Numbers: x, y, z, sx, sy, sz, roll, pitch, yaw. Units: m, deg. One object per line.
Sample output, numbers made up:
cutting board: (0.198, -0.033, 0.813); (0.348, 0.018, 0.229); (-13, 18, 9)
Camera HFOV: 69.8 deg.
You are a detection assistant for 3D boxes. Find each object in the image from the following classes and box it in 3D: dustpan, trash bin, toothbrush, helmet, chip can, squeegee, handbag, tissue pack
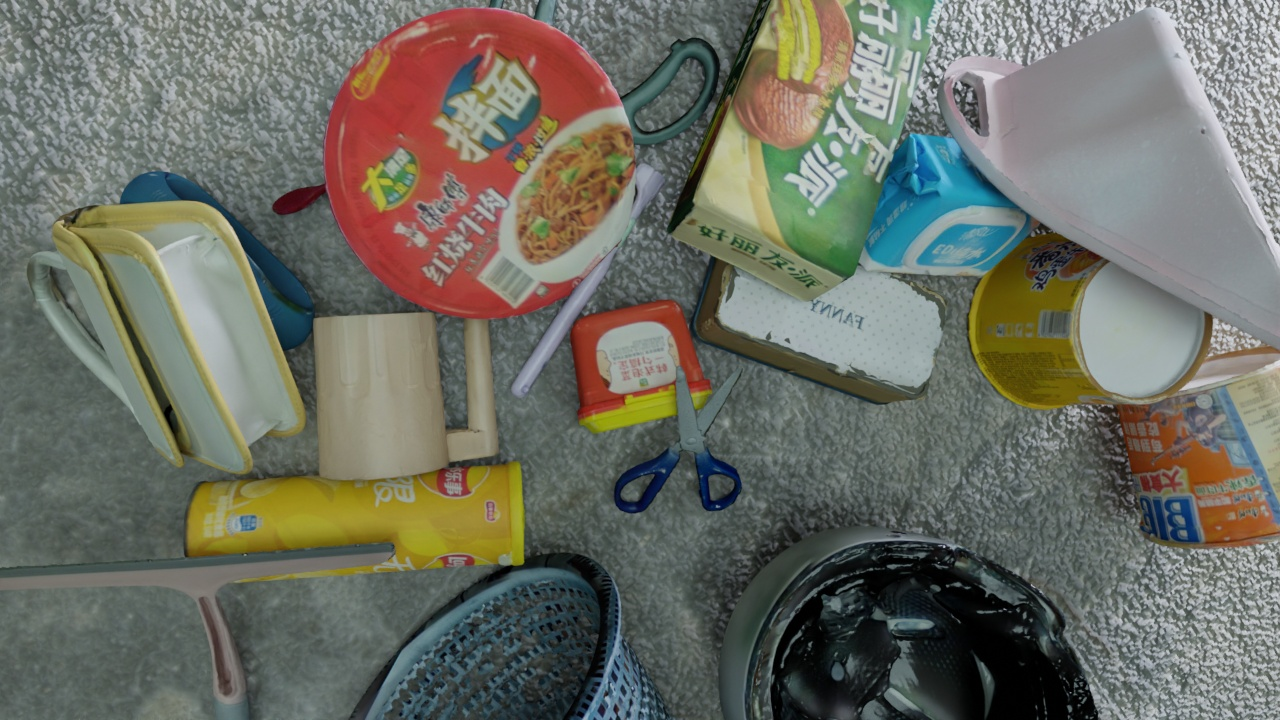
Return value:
dustpan: (0.337, -0.122, 0.644); (0.139, 0.221, 0.273); (-26, 118, 34)
trash bin: (-0.056, 0.274, 0.595); (0.226, 0.226, 0.195); (-38, 111, -5)
toothbrush: (-0.040, -0.055, 0.655); (0.029, 0.021, 0.189); (32, 90, -42)
helmet: (0.166, 0.227, 0.642); (0.274, 0.157, 0.230); (36, 84, -20)
chip can: (-0.185, 0.109, 0.619); (0.213, 0.072, 0.072); (-2, 95, -8)
squeegee: (-0.277, 0.221, 0.610); (0.247, 0.040, 0.250); (-2, 114, -7)
handbag: (-0.311, -0.012, 0.568); (0.179, 0.063, 0.163); (5, 121, 26)
tissue pack: (0.214, -0.103, 0.634); (0.139, 0.090, 0.063); (-1, 57, -29)
toothbrush: (-0.162, -0.140, 0.626); (0.187, 0.017, 0.016); (-25, 101, -4)

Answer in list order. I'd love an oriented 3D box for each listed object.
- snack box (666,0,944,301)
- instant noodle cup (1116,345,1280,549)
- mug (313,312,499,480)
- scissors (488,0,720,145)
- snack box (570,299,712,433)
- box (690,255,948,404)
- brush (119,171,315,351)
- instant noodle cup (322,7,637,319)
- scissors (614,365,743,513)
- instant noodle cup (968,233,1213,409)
snack box: (0.114, -0.170, 0.616); (0.114, 0.063, 0.239); (25, 73, -10)
instant noodle cup: (0.434, 0.060, 0.680); (0.151, 0.151, 0.111); (-19, 89, -7)
mug: (-0.156, 0.020, 0.619); (0.124, 0.084, 0.103); (-5, 94, -33)
scissors: (-0.024, -0.202, 0.644); (0.179, 0.019, 0.170); (-8, 96, -6)
snack box: (-0.004, 0.004, 0.636); (0.091, 0.082, 0.080); (-12, 86, -8)
box: (0.123, -0.033, 0.658); (0.184, 0.059, 0.089); (21, 79, -8)
brush: (-0.270, -0.063, 0.589); (0.144, 0.074, 0.055); (46, 73, -11)
instant noodle cup: (-0.103, -0.126, 0.598); (0.193, 0.066, 0.194); (-4, 109, -11)
scissors: (0.039, 0.062, 0.631); (0.157, 0.012, 0.166); (28, 129, -34)
instant noodle cup: (0.330, -0.028, 0.670); (0.138, 0.110, 0.138); (-1, 94, -10)
